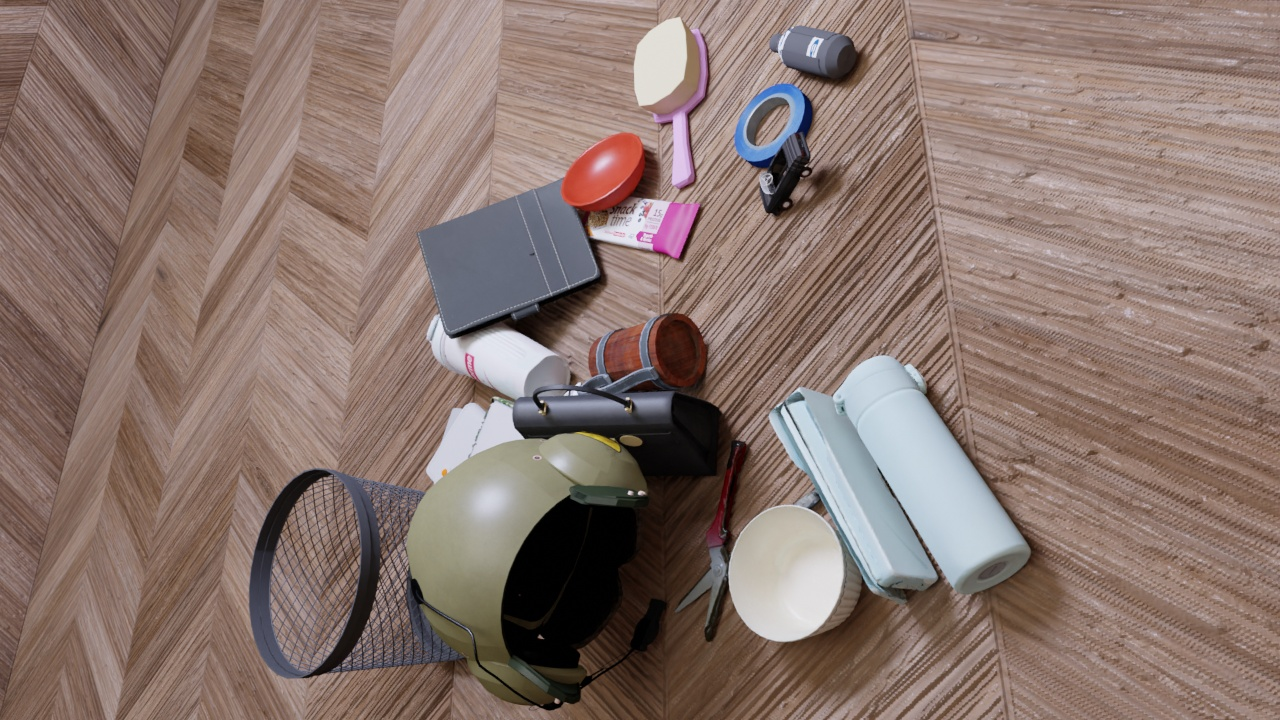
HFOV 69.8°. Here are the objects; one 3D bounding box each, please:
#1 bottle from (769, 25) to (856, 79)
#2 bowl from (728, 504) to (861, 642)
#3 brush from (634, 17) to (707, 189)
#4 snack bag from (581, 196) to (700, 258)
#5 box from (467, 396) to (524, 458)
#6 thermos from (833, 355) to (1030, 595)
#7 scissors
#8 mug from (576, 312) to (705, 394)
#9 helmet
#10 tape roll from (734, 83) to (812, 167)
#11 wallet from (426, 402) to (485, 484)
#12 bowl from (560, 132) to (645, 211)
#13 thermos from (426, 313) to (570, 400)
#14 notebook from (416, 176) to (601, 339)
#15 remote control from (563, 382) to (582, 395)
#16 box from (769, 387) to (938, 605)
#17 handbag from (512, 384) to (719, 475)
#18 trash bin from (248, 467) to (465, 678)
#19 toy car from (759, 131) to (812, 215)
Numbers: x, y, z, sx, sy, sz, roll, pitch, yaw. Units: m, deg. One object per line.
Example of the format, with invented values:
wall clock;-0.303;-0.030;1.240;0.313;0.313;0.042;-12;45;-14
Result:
bottle;0.184;-0.336;0.995;0.112;0.047;0.047;37;99;46
bowl;0.142;0.189;0.801;0.116;0.062;0.115;-19;60;37
brush;0.039;-0.317;1.127;0.089;0.043;0.228;-21;59;36
snack bag;-0.009;-0.171;1.130;0.197;0.016;0.070;19;85;46
box;-0.120;0.126;1.077;0.206;0.050;0.117;20;90;41
thermos;0.234;0.086;0.755;0.078;0.065;0.206;-27;52;5
scissors;0.099;0.168;0.885;0.180;0.015;0.198;-19;61;37
mug;-0.006;0.006;0.992;0.111;0.081;0.117;-11;25;44
helmet;-0.089;0.185;0.867;0.233;0.255;0.250;16;85;42
tape roll;0.147;-0.261;1.019;0.091;0.016;0.093;-6;69;42
wallet;-0.235;0.118;1.210;0.115;0.037;0.118;34;94;46
bowl;-0.041;-0.231;1.157;0.122;0.035;0.121;-22;45;23
thermos;-0.186;-0.009;1.176;0.221;0.099;0.099;24;90;43
notebook;-0.168;-0.130;1.169;0.209;0.029;0.169;-21;69;3
remote control;-0.079;0.048;1.065;0.124;0.011;0.028;146;137;-74
box;0.180;0.110;0.789;0.067;0.083;0.198;-30;52;10
handbag;-0.036;0.056;0.895;0.176;0.195;0.072;-3;69;21
trash bin;-0.285;0.247;1.053;0.218;0.227;0.217;-14;69;38
toy car;0.148;-0.194;0.956;0.092;0.037;0.040;118;147;-55
